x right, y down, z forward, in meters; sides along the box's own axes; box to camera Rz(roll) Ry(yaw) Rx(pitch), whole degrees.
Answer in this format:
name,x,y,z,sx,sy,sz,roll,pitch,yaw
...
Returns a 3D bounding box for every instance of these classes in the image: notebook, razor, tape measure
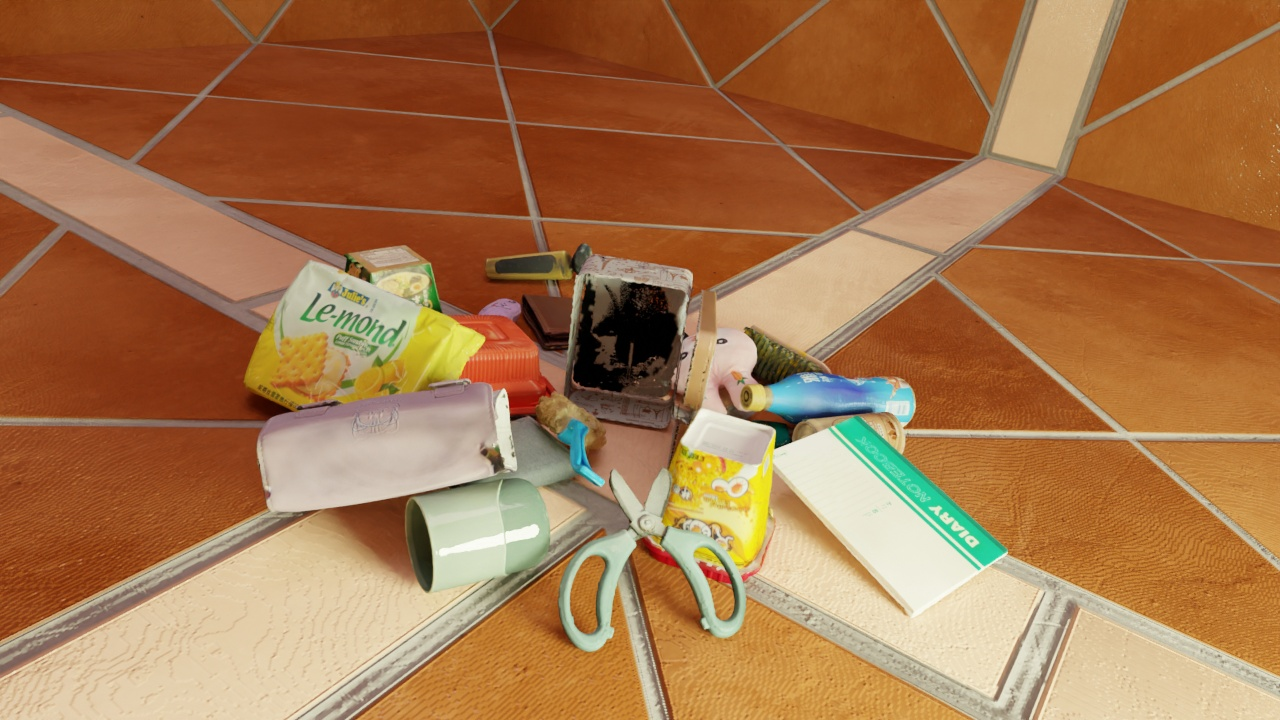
name,x,y,z,sx,sy,sz,roll,pitch,yaw
notebook,0.241,0.144,0.911,0.150,0.012,0.209,-18,50,-34
razor,-0.151,-0.143,1.381,0.167,0.062,0.068,-4,-1,-13
tape measure,0.143,0.087,1.044,0.058,0.025,0.054,5,26,-4

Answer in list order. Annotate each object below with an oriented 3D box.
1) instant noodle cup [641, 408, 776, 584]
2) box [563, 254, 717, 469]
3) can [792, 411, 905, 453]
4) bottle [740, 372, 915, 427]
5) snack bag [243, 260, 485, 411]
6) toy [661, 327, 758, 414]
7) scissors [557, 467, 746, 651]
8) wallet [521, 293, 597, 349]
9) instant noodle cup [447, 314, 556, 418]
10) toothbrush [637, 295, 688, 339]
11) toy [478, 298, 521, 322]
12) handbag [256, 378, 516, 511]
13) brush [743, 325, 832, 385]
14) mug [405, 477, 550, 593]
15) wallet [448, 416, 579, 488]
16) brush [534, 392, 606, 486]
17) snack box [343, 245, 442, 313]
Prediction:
name,x,y,z,sx,sy,sz,roll,pitch,yaw
instant noodle cup,0.071,0.121,0.848,0.116,0.124,0.115,15,28,14
box,-0.010,0.002,0.998,0.157,0.181,0.197,10,27,0
can,0.233,0.090,1.025,0.116,0.059,0.058,-4,30,-23
bottle,0.218,0.048,1.074,0.218,0.065,0.065,3,27,-23
snack bag,-0.297,0.001,0.967,0.247,0.158,0.068,22,-10,24
toy,0.092,0.015,1.122,0.121,0.054,0.159,-22,38,-2
scissors,0.020,0.179,0.769,0.181,0.019,0.169,27,63,-3
wallet,-0.100,-0.055,1.249,0.101,0.032,0.124,-1,29,-24
instant noodle cup,-0.192,0.001,1.060,0.164,0.079,0.189,-3,24,-30
toothbrush,0.035,-0.051,1.284,0.027,0.026,0.212,33,10,-34
toy,-0.195,-0.051,1.204,0.084,0.039,0.107,-9,25,15
handbag,-0.215,0.074,0.807,0.197,0.098,0.145,-8,4,-5
brush,0.186,0.011,1.170,0.146,0.063,0.073,30,4,34
mug,-0.145,0.146,0.797,0.106,0.082,0.112,-9,8,-29
wallet,-0.141,0.097,0.932,0.129,0.037,0.106,-13,35,-36
brush,-0.061,0.079,0.888,0.083,0.046,0.254,39,2,-12
snack box,-0.309,-0.081,1.148,0.117,0.106,0.118,-14,32,-34
